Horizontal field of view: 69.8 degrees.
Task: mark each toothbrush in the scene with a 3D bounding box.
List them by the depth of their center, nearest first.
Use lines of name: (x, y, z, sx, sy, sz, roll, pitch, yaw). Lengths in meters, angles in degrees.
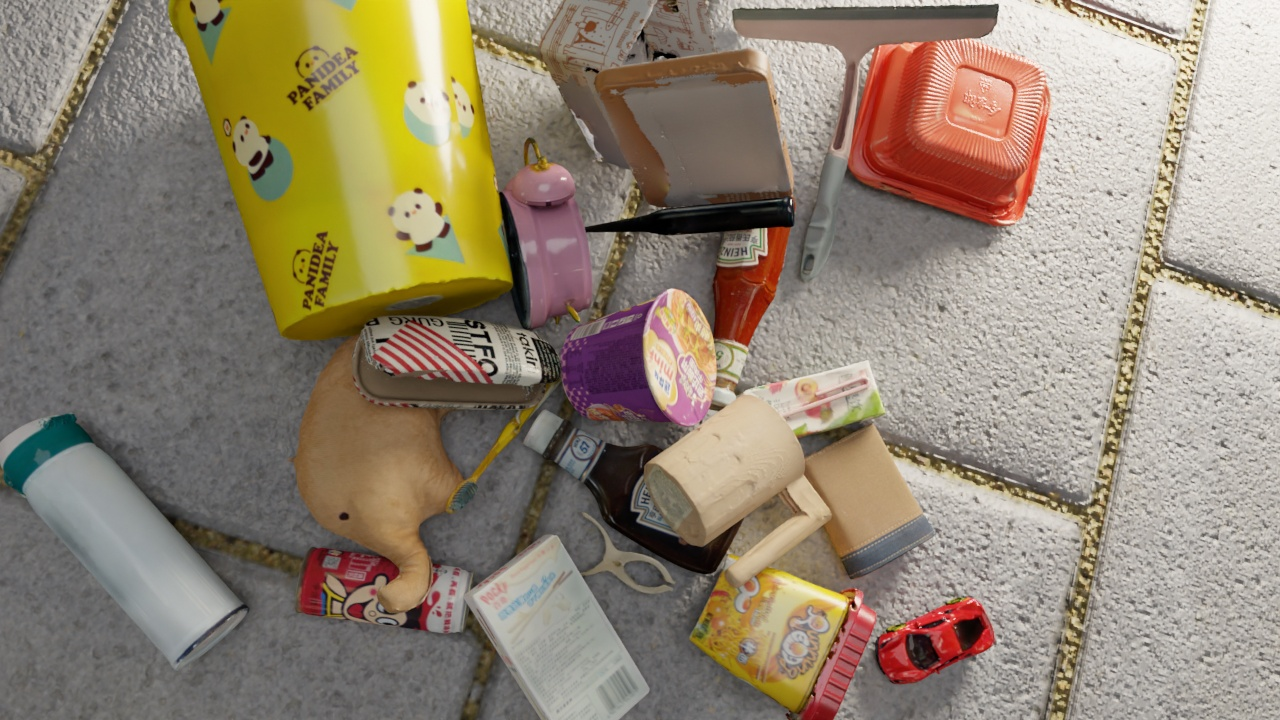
toothbrush: (-0.101, 0.053, 0.766, 0.016, 0.018, 0.190, 50, 56, -21)
toothbrush: (0.027, -0.123, 0.805, 0.213, 0.026, 0.027, -1, 70, 17)

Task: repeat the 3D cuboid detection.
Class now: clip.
clip: (-0.015, 0.171, 0.780, 0.097, 0.034, 0.061, 22, 79, 6)

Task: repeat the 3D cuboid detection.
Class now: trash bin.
trash bin: (-0.219, -0.161, 0.722, 0.229, 0.230, 0.255, -14, 87, -9)

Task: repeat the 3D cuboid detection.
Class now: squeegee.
squeegee: (0.180, -0.196, 0.846, 0.248, 0.040, 0.249, 13, 96, 30)

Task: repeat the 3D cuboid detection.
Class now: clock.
clock: (-0.084, -0.107, 0.771, 0.059, 0.117, 0.158, -12, 96, -13)

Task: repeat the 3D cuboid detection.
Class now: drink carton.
drink carton: (0.150, 0.040, 0.813, 0.122, 0.045, 0.053, -14, 81, -9)

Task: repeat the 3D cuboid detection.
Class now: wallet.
wallet: (0.197, 0.124, 0.812, 0.090, 0.033, 0.115, -26, 83, -13)

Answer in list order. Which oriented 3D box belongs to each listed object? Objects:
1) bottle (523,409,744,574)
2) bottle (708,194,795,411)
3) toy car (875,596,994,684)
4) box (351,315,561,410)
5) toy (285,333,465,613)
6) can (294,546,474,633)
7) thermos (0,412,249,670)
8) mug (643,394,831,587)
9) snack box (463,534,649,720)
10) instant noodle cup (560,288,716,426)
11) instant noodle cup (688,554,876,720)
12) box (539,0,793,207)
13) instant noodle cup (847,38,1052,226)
bottle: (-0.008, 0.106, 0.785, 0.195, 0.044, 0.079, 31, 73, 0)
bottle: (0.089, -0.056, 0.815, 0.060, 0.060, 0.206, 16, 78, -4)
toy car: (0.256, 0.245, 0.799, 0.106, 0.031, 0.049, -20, 82, -8)
box: (-0.147, 0.006, 0.727, 0.163, 0.081, 0.074, 1, 48, -33)
toy: (-0.207, 0.085, 0.736, 0.143, 0.083, 0.225, 7, 72, -9)
can: (-0.204, 0.186, 0.741, 0.132, 0.053, 0.053, 10, 79, -5)
thermos: (-0.411, 0.138, 0.720, 0.073, 0.073, 0.224, -43, 87, -12)
mug: (0.078, 0.105, 0.735, 0.103, 0.084, 0.124, -32, 80, -23)
snack box: (-0.065, 0.228, 0.738, 0.084, 0.027, 0.157, -34, 96, -29)
instant noodle cup: (-0.005, 0.004, 0.762, 0.099, 0.111, 0.111, -10, 78, 34)
instant noodle cup: (0.111, 0.222, 0.750, 0.124, 0.116, 0.116, 25, 78, 10)
box: (0.043, -0.224, 0.749, 0.192, 0.183, 0.156, 19, 77, 19)
instant noodle cup: (0.303, -0.226, 0.862, 0.189, 0.079, 0.164, 16, 80, -6)
